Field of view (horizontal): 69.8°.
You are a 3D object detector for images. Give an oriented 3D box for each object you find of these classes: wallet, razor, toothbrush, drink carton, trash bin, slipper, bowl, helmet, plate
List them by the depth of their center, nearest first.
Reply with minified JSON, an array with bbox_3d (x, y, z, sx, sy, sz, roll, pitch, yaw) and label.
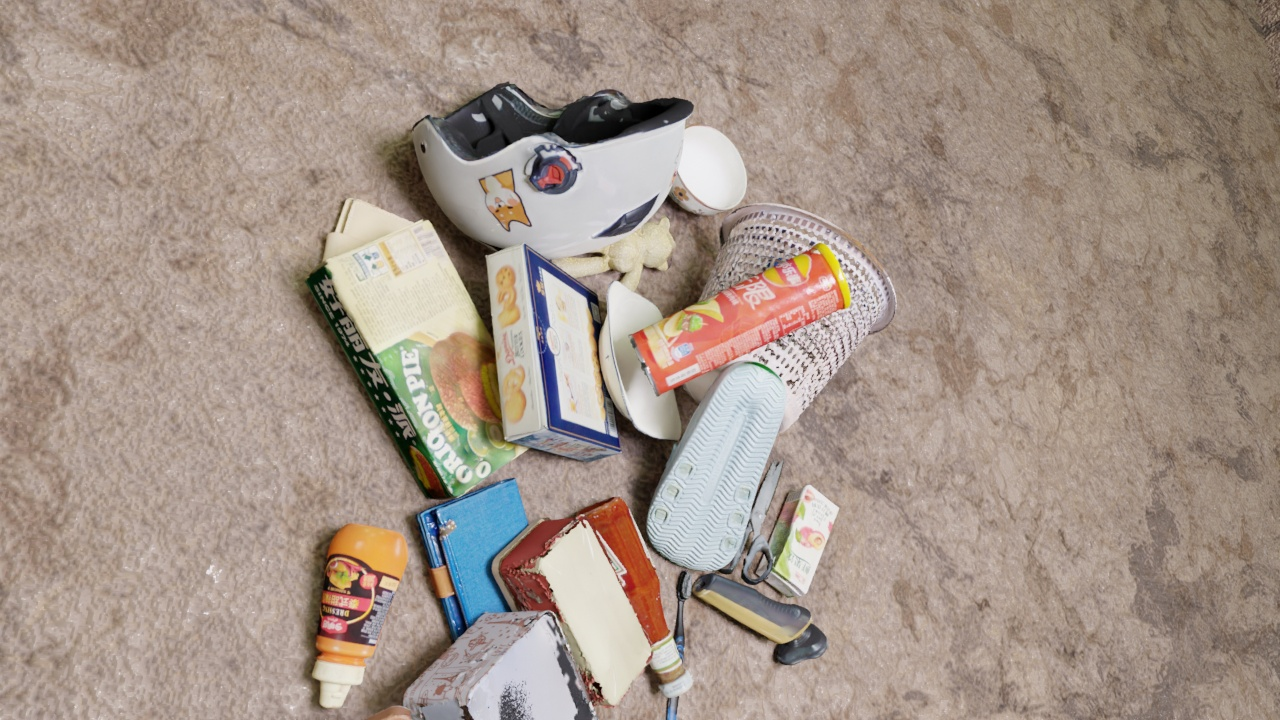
[{"bbox_3d":[-0.145,0.188,0.859,0.106,0.040,0.133,-19,94,-38],"label":"wallet"},{"bbox_3d":[-0.262,-0.095,0.884,0.087,0.024,0.115,22,65,-26],"label":"wallet"},{"bbox_3d":[-0.085,-0.180,0.914,0.229,0.274,0.157,-65,157,-61],"label":"helmet"},{"bbox_3d":[0.040,0.314,0.960,0.014,0.016,0.189,16,67,-21],"label":"toothbrush"},{"bbox_3d":[0.078,0.108,0.962,0.104,0.074,0.246,19,108,-6],"label":"slipper"},{"bbox_3d":[-0.006,0.006,0.984,0.163,0.034,0.164,25,54,-65],"label":"plate"},{"bbox_3d":[0.130,0.284,1.014,0.167,0.062,0.067,31,91,-17],"label":"razor"},{"bbox_3d":[0.145,-0.032,1.040,0.227,0.228,0.191,41,69,-17],"label":"trash bin"},{"bbox_3d":[0.183,0.211,1.073,0.053,0.046,0.122,39,56,-12],"label":"drink carton"},{"bbox_3d":[0.069,-0.227,1.130,0.113,0.062,0.113,11,70,-32],"label":"bowl"}]

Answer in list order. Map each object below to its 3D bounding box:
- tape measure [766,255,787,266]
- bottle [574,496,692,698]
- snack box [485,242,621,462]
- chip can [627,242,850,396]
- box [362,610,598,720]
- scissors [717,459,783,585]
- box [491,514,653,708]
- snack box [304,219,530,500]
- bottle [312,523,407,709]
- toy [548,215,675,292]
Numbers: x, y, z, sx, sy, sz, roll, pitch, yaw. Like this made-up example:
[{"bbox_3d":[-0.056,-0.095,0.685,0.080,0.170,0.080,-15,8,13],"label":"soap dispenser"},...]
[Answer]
[{"bbox_3d":[0.184,-0.105,1.191,0.054,0.025,0.058,13,66,-32],"label":"tape measure"},{"bbox_3d":[-0.003,0.240,0.928,0.059,0.060,0.206,-24,89,-37],"label":"bottle"},{"bbox_3d":[-0.082,-0.001,0.900,0.182,0.046,0.177,30,48,-65],"label":"snack box"},{"bbox_3d":[0.098,-0.039,0.913,0.216,0.073,0.073,-26,90,0],"label":"chip can"},{"bbox_3d":[-0.152,0.342,0.745,0.272,0.126,0.179,-28,103,-32],"label":"box"},{"bbox_3d":[0.127,0.178,1.060,0.135,0.014,0.174,-6,50,-11],"label":"scissors"},{"bbox_3d":[-0.056,0.234,0.853,0.091,0.080,0.168,-41,112,-47],"label":"box"},{"bbox_3d":[-0.197,0.000,0.854,0.114,0.063,0.240,-35,102,-37],"label":"snack box"},{"bbox_3d":[-0.243,0.215,0.774,0.066,0.067,0.149,19,71,-28],"label":"bottle"},{"bbox_3d":[-0.030,-0.124,1.035,0.157,0.066,0.105,-12,114,-33],"label":"toy"}]
